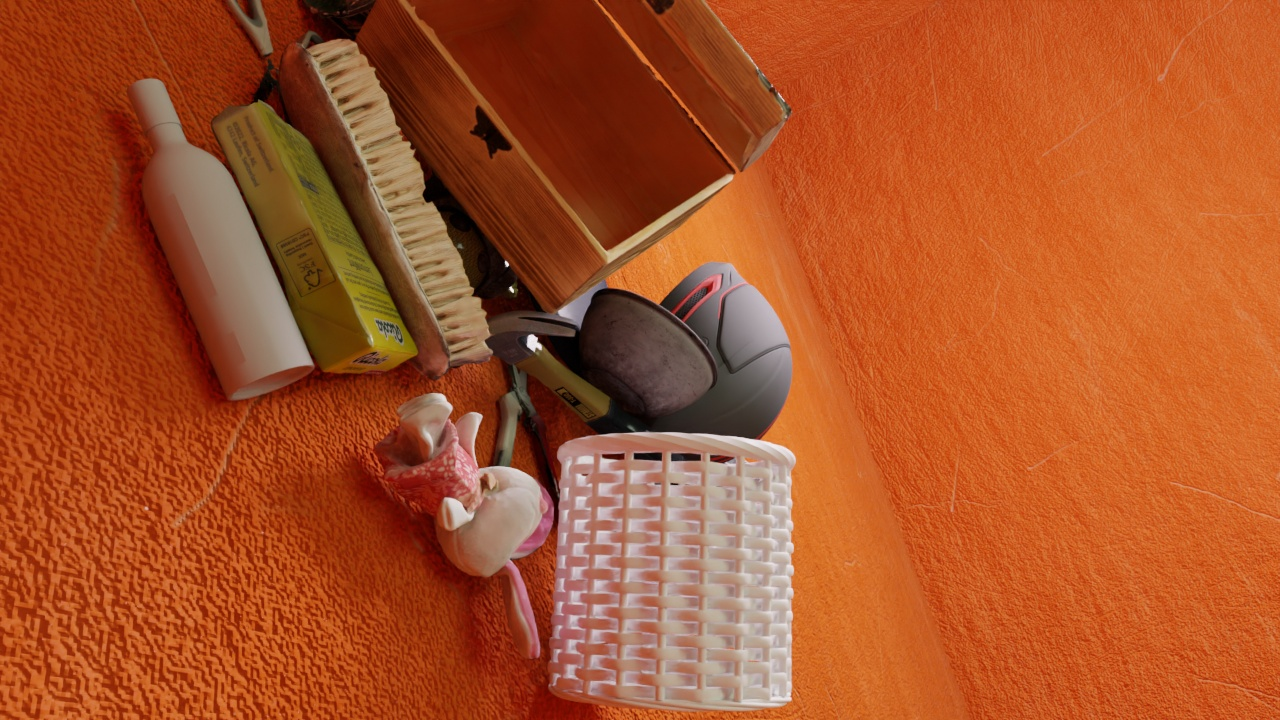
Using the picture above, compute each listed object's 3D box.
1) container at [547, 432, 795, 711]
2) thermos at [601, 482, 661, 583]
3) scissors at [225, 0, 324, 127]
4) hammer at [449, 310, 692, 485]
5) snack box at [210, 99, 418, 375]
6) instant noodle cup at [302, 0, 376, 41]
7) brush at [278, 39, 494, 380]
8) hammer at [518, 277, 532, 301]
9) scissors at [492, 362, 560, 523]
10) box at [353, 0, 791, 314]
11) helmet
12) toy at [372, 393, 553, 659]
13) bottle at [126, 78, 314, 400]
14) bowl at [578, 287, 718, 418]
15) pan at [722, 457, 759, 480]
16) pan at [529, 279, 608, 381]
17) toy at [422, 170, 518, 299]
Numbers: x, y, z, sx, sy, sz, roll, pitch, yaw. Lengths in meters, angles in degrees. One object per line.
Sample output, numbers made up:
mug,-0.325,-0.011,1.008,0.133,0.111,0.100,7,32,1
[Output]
container,0.025,0.163,0.715,0.189,0.190,0.186,27,61,-61
thermos,0.006,0.174,0.922,0.061,0.061,0.230,60,19,-12
scissors,-0.290,-0.243,0.736,0.157,0.013,0.168,61,20,-10
hammer,-0.023,0.059,0.842,0.333,0.118,0.025,41,41,-36
snack box,-0.220,-0.077,0.621,0.181,0.045,0.121,64,-1,1
instant noodle cup,-0.230,-0.341,0.857,0.112,0.137,0.137,49,23,-63
brush,-0.195,-0.114,0.699,0.056,0.083,0.271,-27,94,-34
hammer,-0.075,-0.120,1.117,0.158,0.037,0.300,61,19,-10
scissors,-0.107,0.064,0.833,0.195,0.015,0.179,63,19,-2
box,-0.020,-0.252,0.772,0.279,0.264,0.268,50,41,-1
helmet,0.078,0.022,1.024,0.170,0.264,0.164,37,-23,16
toy,-0.116,0.100,0.652,0.158,0.084,0.194,-90,155,-56
bottle,-0.258,-0.075,0.547,0.195,0.053,0.052,66,19,3
bowl,-0.005,0.005,0.869,0.067,0.145,0.145,-54,126,-22
pan,0.091,0.120,1.225,0.357,0.055,0.187,45,27,-44
pan,-0.067,-0.123,1.021,0.355,0.021,0.199,-89,154,-49
toy,-0.156,-0.109,0.819,0.179,0.078,0.152,61,20,-17
